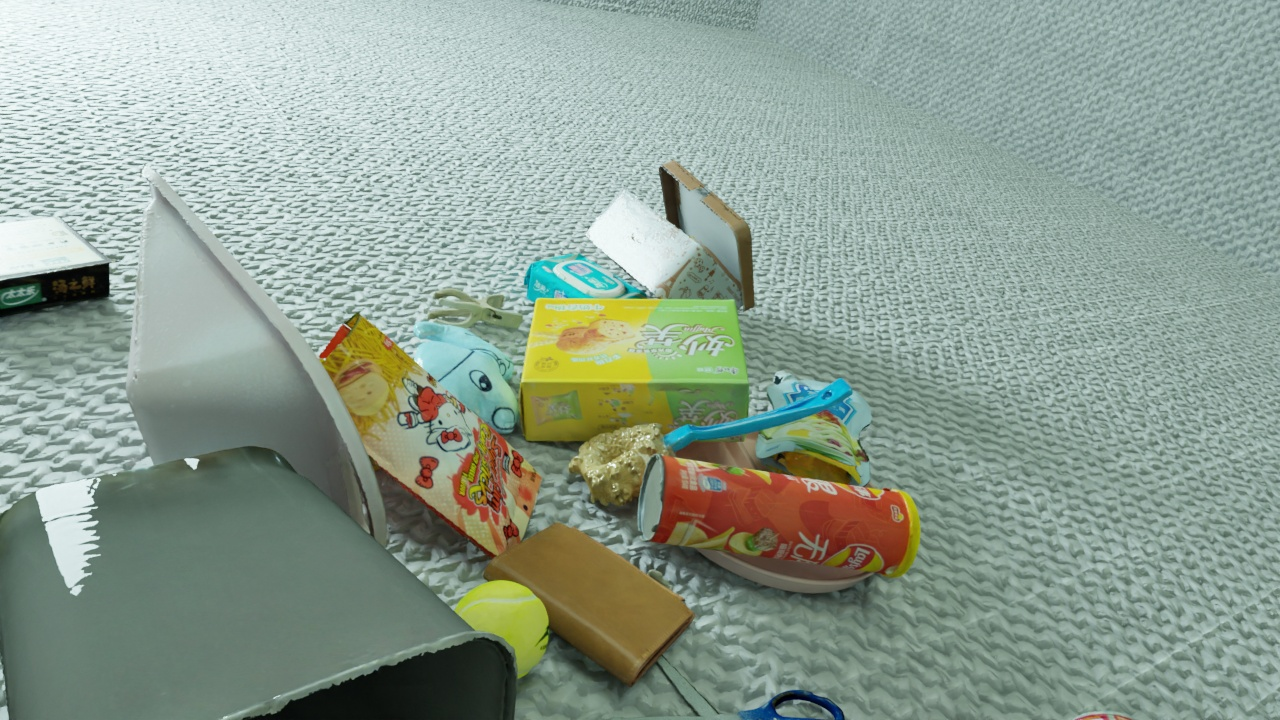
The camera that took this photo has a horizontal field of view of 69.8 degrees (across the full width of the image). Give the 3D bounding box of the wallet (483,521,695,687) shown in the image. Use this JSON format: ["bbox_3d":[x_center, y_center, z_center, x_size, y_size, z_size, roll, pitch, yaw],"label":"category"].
[{"bbox_3d":[-0.034,0.170,0.669,0.132,0.031,0.107,31,22,19],"label":"wallet"}]

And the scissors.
[{"bbox_3d":[0.063,0.250,0.608,0.175,0.012,0.162,3,31,-19],"label":"scissors"}]

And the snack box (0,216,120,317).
[{"bbox_3d":[-0.561,-0.086,0.837,0.126,0.053,0.113,33,33,27],"label":"snack box"}]

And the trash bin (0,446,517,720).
[{"bbox_3d":[-0.204,0.167,0.446,0.198,0.199,0.220,-12,33,-40],"label":"trash bin"}]

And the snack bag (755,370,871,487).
[{"bbox_3d":[0.174,0.064,0.909,0.110,0.039,0.190,9,26,10],"label":"snack bag"}]

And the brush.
[{"bbox_3d":[0.061,0.065,0.793,0.254,0.046,0.083,-18,25,-3],"label":"brush"}]

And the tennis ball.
[{"bbox_3d":[-0.092,0.177,0.600,0.065,0.066,0.065,12,29,-7],"label":"tennis ball"}]

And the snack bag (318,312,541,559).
[{"bbox_3d":[-0.162,0.061,0.704,0.208,0.073,0.128,43,22,-19],"label":"snack bag"}]

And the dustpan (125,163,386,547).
[{"bbox_3d":[-0.260,0.020,0.649,0.138,0.223,0.273,-7,47,-14],"label":"dustpan"}]

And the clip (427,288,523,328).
[{"bbox_3d":[-0.181,-0.056,0.999,0.099,0.035,0.070,-2,32,-38],"label":"clip"}]

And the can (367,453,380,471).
[{"bbox_3d":[-0.231,0.045,0.772,0.101,0.057,0.083,-16,40,-44],"label":"can"}]

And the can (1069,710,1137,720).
[{"bbox_3d":[0.317,0.290,0.606,0.066,0.067,0.093,17,29,2],"label":"can"}]

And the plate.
[{"bbox_3d":[0.117,0.127,0.833,0.229,0.028,0.229,13,28,-7],"label":"plate"}]

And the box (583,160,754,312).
[{"bbox_3d":[0.058,-0.135,1.101,0.181,0.148,0.146,44,5,40],"label":"box"}]

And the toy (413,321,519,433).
[{"bbox_3d":[-0.166,0.012,0.863,0.161,0.050,0.156,36,22,15],"label":"toy"}]

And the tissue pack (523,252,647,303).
[{"bbox_3d":[-0.061,-0.075,1.073,0.133,0.050,0.093,32,31,26],"label":"tissue pack"}]

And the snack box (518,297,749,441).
[{"bbox_3d":[-0.005,0.005,0.888,0.210,0.070,0.157,0,33,0],"label":"snack box"}]

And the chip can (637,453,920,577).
[{"bbox_3d":[0.109,0.124,0.732,0.216,0.073,0.073,10,29,-10],"label":"chip can"}]
